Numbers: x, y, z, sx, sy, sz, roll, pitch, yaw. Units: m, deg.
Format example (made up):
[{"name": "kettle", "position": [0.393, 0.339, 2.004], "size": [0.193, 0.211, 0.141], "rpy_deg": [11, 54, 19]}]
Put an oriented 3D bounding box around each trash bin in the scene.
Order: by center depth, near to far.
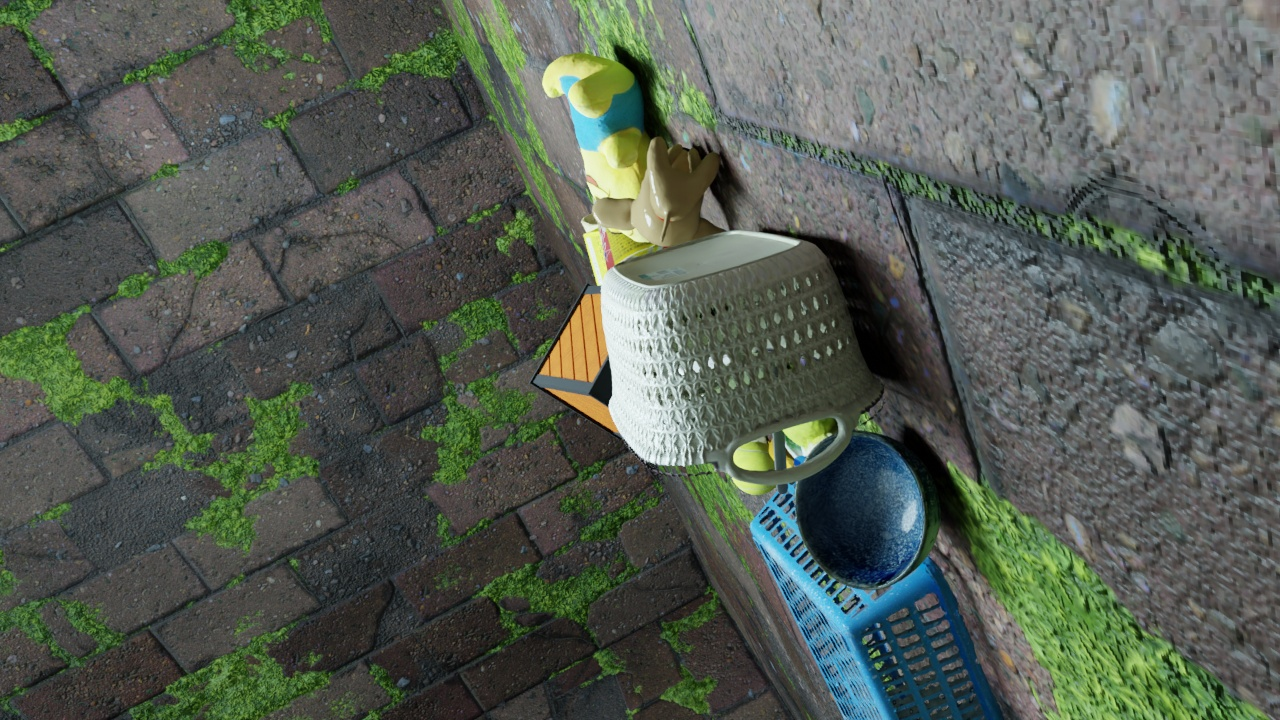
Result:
[{"name": "trash bin", "position": [-0.006, 0.006, 1.041], "size": [0.139, 0.139, 0.172], "rpy_deg": [34, 167, -24]}]

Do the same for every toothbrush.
[{"name": "toothbrush", "position": [0.129, 0.047, 0.869], "size": [0.013, 0.013, 0.167], "rpy_deg": [-110, 14, -80]}]

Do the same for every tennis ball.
[{"name": "tennis ball", "position": [0.143, 0.133, 1.131], "size": [0.065, 0.065, 0.065], "rpy_deg": [62, 174, 10]}]

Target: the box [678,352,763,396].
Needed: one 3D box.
[{"name": "box", "position": [0.092, 0.026, 0.925], "size": [0.095, 0.102, 0.107], "rpy_deg": [63, 174, -16]}]

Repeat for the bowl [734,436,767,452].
[{"name": "bowl", "position": [0.113, 0.089, 1.216], "size": [0.145, 0.063, 0.145], "rpy_deg": [62, 175, 9]}]

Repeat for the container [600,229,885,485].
[{"name": "container", "position": [0.060, -0.012, 0.694], "size": [0.251, 0.184, 0.143], "rpy_deg": [-135, 27, -74]}]

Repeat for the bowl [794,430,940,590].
[{"name": "bowl", "position": [0.176, 0.108, 0.678], "size": [0.115, 0.060, 0.114], "rpy_deg": [-2, 88, 49]}]

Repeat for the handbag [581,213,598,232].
[{"name": "handbag", "position": [-0.014, -0.147, 1.221], "size": [0.119, 0.081, 0.111], "rpy_deg": [67, 166, -21]}]

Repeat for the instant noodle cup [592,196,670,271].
[{"name": "instant noodle cup", "position": [-0.009, -0.153, 1.088], "size": [0.100, 0.100, 0.112], "rpy_deg": [77, 172, -69]}]

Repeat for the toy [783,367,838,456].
[{"name": "toy", "position": [0.157, 0.064, 0.812], "size": [0.117, 0.043, 0.092], "rpy_deg": [58, 169, 14]}]

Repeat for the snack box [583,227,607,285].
[{"name": "snack box", "position": [-0.031, -0.096, 1.155], "size": [0.029, 0.040, 0.148], "rpy_deg": [-2, 111, 40]}]

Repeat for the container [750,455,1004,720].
[{"name": "container", "position": [0.232, 0.292, 0.872], "size": [0.362, 0.089, 0.257], "rpy_deg": [63, 173, -21]}]

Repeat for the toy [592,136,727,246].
[{"name": "toy", "position": [0.027, -0.143, 0.805], "size": [0.108, 0.134, 0.105], "rpy_deg": [119, 167, -84]}]

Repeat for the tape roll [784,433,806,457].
[{"name": "tape roll", "position": [0.156, 0.065, 0.953], "size": [0.094, 0.018, 0.094], "rpy_deg": [62, 175, 9]}]

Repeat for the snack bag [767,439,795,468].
[{"name": "snack bag", "position": [0.162, 0.109, 1.006], "size": [0.099, 0.026, 0.020], "rpy_deg": [-115, 34, -71]}]

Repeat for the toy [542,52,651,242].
[{"name": "toy", "position": [-0.021, -0.213, 0.944], "size": [0.214, 0.084, 0.149], "rpy_deg": [64, 174, -37]}]
